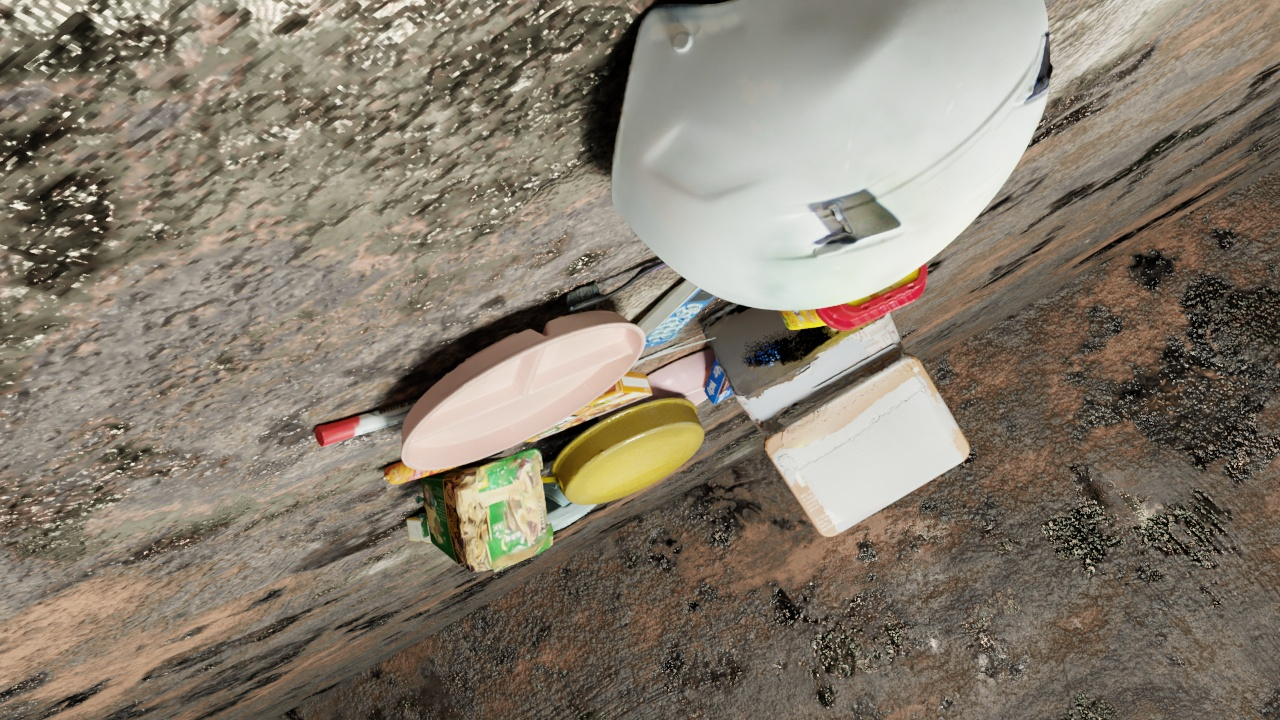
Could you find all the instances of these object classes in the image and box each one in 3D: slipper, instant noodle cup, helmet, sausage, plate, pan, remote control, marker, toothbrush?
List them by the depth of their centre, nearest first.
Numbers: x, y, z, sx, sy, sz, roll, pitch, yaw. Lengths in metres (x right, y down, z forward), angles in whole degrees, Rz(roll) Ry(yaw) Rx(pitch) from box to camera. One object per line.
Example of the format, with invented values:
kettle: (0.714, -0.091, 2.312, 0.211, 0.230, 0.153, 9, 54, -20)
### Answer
helmet: (0.117, -0.116, 0.497, 0.258, 0.146, 0.229, -25, 167, -13)
toothbrush: (0.021, -0.081, 0.738, 0.188, 0.017, 0.014, -26, 179, -19)
marker: (-0.195, 0.043, 0.755, 0.145, 0.017, 0.017, -17, 163, -39)
plate: (-0.101, 0.025, 0.784, 0.229, 0.028, 0.230, -28, 164, -9)
instant noodle cup: (0.176, -0.084, 0.838, 0.116, 0.116, 0.124, -24, 177, -19)
remote control: (0.041, -0.055, 0.843, 0.048, 0.024, 0.125, -12, 157, -50)
sausage: (-0.202, 0.104, 0.962, 0.164, 0.021, 0.022, -13, 160, -49)
pan: (-0.092, 0.133, 1.139, 0.357, 0.078, 0.198, -24, 155, -7)
plate: (0.038, 0.046, 1.187, 0.192, 0.039, 0.192, -26, 167, -7)
slipper: (-0.074, 0.150, 1.271, 0.245, 0.074, 0.104, -41, -168, -20)

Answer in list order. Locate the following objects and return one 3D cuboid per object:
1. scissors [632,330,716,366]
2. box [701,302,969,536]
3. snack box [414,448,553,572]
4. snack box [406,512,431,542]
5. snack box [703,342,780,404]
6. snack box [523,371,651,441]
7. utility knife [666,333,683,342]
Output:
scissors: (-0.013, 0.005, 0.928, 0.164, 0.014, 0.165, -8, 165, -38)
box: (0.195, 0.027, 0.944, 0.180, 0.269, 0.136, -31, 164, 8)
snack box: (-0.178, 0.160, 1.021, 0.117, 0.118, 0.106, -15, -167, -42)
snack box: (-0.223, 0.210, 1.179, 0.141, 0.034, 0.086, -7, -177, 39)
snack box: (0.152, -0.009, 1.132, 0.156, 0.026, 0.085, -28, 155, -23)
snack box: (-0.071, 0.048, 0.940, 0.154, 0.026, 0.075, -22, 166, 23)
utility knife: (-0.011, -0.020, 0.891, 0.033, 0.015, 0.222, -32, 167, 27)
